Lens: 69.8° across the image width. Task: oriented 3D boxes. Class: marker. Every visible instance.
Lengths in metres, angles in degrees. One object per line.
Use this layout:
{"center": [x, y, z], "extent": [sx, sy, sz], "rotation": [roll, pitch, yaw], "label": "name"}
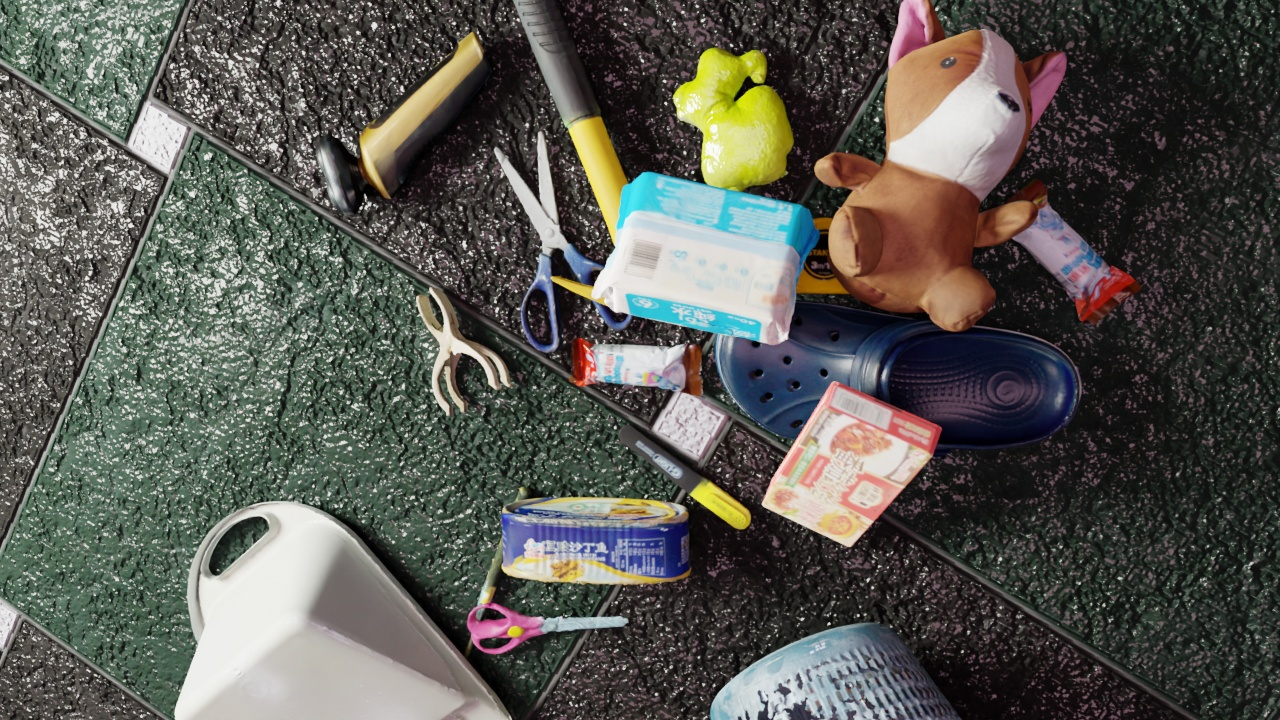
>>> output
{"center": [0.034, 0.090, 0.716], "extent": [0.124, 0.015, 0.018], "rotation": [36, 101, 5], "label": "marker"}

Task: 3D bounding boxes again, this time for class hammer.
{"center": [-0.042, -0.176, 0.671], "extent": [0.129, 0.033, 0.300], "rotation": [-22, 93, 3], "label": "hammer"}

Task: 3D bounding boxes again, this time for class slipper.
{"center": [0.175, 0.019, 0.637], "extent": [0.253, 0.095, 0.105], "rotation": [7, 98, 7], "label": "slipper"}

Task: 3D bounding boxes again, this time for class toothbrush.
{"center": [-0.128, 0.186, 0.766], "extent": [0.017, 0.012, 0.186], "rotation": [26, 104, 17], "label": "toothbrush"}

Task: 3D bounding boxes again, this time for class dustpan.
{"center": [-0.277, 0.253, 0.802], "extent": [0.223, 0.142, 0.257], "rotation": [-39, 118, 17], "label": "dustpan"}

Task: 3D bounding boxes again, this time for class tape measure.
{"center": [0.129, -0.074, 0.661], "extent": [0.060, 0.029, 0.057], "rotation": [0, 96, -6], "label": "tape measure"}

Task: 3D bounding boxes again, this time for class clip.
{"center": [-0.134, -0.009, 0.724], "extent": [0.094, 0.035, 0.102], "rotation": [-2, 91, 16], "label": "clip"}

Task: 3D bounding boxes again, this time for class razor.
{"center": [-0.178, -0.181, 0.693], "extent": [0.167, 0.062, 0.067], "rotation": [-41, 120, 10], "label": "razor"}

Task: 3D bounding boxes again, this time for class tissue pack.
{"center": [0.044, -0.067, 0.616], "extent": [0.140, 0.063, 0.090], "rotation": [13, 73, 8], "label": "tissue pack"}

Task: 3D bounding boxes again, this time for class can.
{"center": [-0.035, 0.138, 0.708], "extent": [0.148, 0.074, 0.049], "rotation": [0, 96, 10], "label": "can"}

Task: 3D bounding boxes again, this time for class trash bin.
{"center": [0.150, 0.298, 0.620], "extent": [0.227, 0.226, 0.195], "rotation": [-34, 53, 14], "label": "trash bin"}

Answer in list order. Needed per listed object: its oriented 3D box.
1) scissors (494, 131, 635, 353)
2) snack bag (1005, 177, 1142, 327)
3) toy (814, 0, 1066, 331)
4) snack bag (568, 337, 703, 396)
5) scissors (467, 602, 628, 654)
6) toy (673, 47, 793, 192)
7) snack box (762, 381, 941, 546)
{"center": [-0.059, -0.086, 0.705], "extent": [0.155, 0.012, 0.166], "rotation": [18, 103, 8], "label": "scissors"}
{"center": [0.291, -0.074, 0.631], "extent": [0.048, 0.026, 0.104], "rotation": [-41, 90, 3], "label": "snack bag"}
{"center": [0.193, -0.129, 0.591], "extent": [0.140, 0.130, 0.199], "rotation": [26, 83, -10], "label": "toy"}
{"center": [-0.004, 0.004, 0.701], "extent": [0.105, 0.026, 0.045], "rotation": [3, 114, 8], "label": "snack bag"}
{"center": [-0.076, 0.219, 0.756], "extent": [0.133, 0.017, 0.054], "rotation": [-4, 115, 5], "label": "scissors"}
{"center": [0.070, -0.170, 0.656], "extent": [0.100, 0.031, 0.097], "rotation": [37, 102, 4], "label": "toy"}
{"center": [0.141, 0.076, 0.638], "extent": [0.075, 0.025, 0.153], "rotation": [25, 146, 6], "label": "snack box"}
